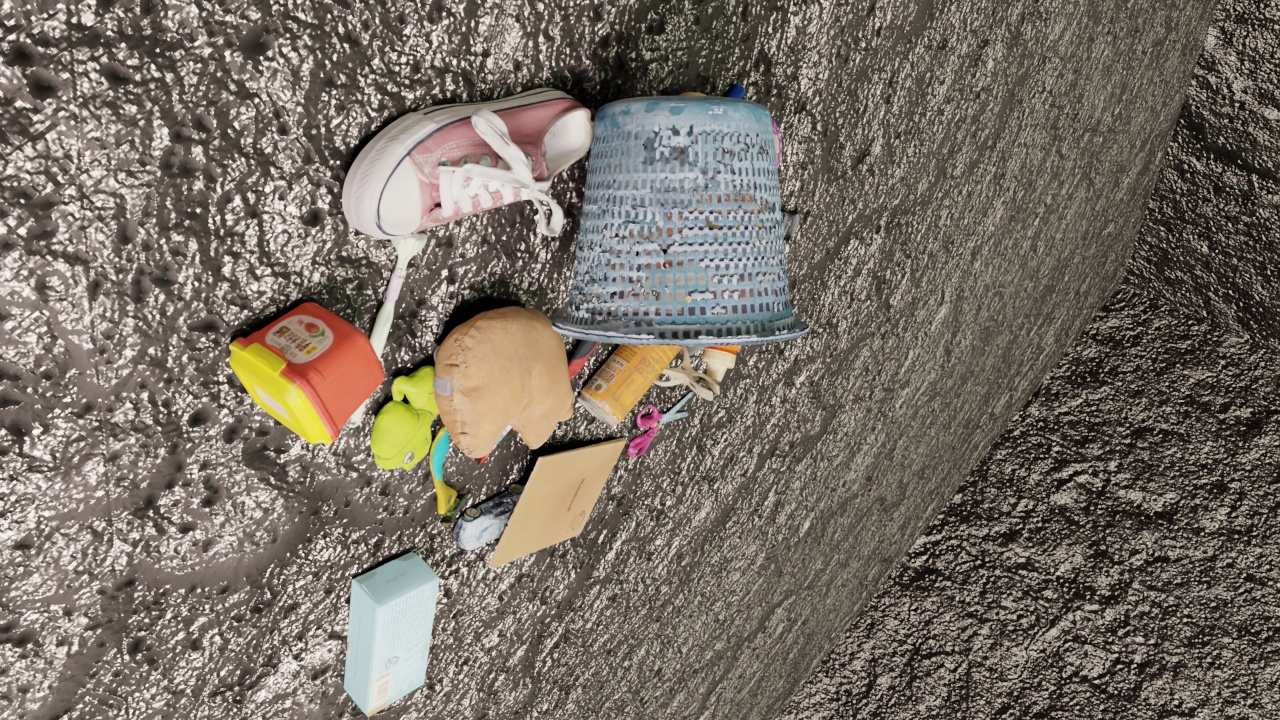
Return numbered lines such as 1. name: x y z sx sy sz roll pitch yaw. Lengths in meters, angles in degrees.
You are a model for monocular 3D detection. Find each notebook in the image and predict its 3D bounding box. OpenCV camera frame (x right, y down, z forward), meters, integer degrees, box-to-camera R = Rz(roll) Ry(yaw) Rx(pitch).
1. notebook: -0.095 0.167 1.106 0.207 0.008 0.148 -3 122 -64

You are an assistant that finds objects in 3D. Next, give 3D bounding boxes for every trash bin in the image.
1. trash bin: 0.036 -0.123 0.799 0.226 0.227 0.195 -10 104 -50

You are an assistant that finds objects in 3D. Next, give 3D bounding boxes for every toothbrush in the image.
1. toothbrush: -0.221 -0.024 0.778 0.029 0.020 0.190 13 112 -25

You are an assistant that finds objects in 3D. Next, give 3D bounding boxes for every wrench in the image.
1. wrench: -0.010 -0.088 1.000 0.273 0.016 0.056 -57 171 5

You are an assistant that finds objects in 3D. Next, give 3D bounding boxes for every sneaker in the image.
1. sneaker: -0.117 -0.154 0.732 0.240 0.088 0.118 -31 141 -37

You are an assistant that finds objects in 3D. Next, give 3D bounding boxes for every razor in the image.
1. razor: -0.197 0.111 0.926 0.133 0.028 0.043 95 18 -44

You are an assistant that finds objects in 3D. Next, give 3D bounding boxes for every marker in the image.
1. marker: 0.066 -0.233 0.981 0.145 0.017 0.017 -55 149 -2

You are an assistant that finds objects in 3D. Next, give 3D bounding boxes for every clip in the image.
1. clip: 0.056 0.006 1.126 0.035 0.102 0.094 80 26 -47

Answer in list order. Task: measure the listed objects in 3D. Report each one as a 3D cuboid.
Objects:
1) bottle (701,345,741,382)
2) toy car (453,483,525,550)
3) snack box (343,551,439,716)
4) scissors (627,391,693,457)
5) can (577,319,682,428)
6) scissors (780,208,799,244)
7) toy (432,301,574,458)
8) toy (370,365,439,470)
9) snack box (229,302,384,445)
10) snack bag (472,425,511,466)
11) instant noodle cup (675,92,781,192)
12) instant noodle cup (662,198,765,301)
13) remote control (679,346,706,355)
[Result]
1. bottle: 0.107 -0.046 1.128 0.066 0.067 0.149 21 81 -58
2. toy car: -0.163 0.179 1.035 0.105 0.031 0.049 -25 137 -39
3. snack box: -0.266 0.292 0.976 0.074 0.051 0.175 -21 136 -45
4. scissors: 0.027 0.087 1.229 0.135 0.017 0.108 -6 122 -57
5. can: -0.006 0.006 1.063 0.146 0.058 0.058 -50 148 -10
6. scissors: 0.168 -0.122 1.230 0.132 0.014 0.176 -36 144 -28
7. toy: -0.112 0.015 0.894 0.225 0.083 0.143 -1 101 -62
8. toy: -0.215 0.055 0.848 0.100 0.031 0.097 -49 145 -19
9. snack box: -0.250 0.008 0.701 0.080 0.091 0.082 -46 149 -29
10. snack bag: -0.146 0.063 0.953 0.105 0.026 0.045 -52 142 -12
11. instant noodle cup: 0.081 -0.212 0.925 0.099 0.111 0.112 -15 131 -44
12. instant noodle cup: 0.096 -0.115 1.053 0.123 0.116 0.116 -60 150 -16
13. remote control: 0.108 -0.054 1.195 0.149 0.021 0.058 -24 136 -36
